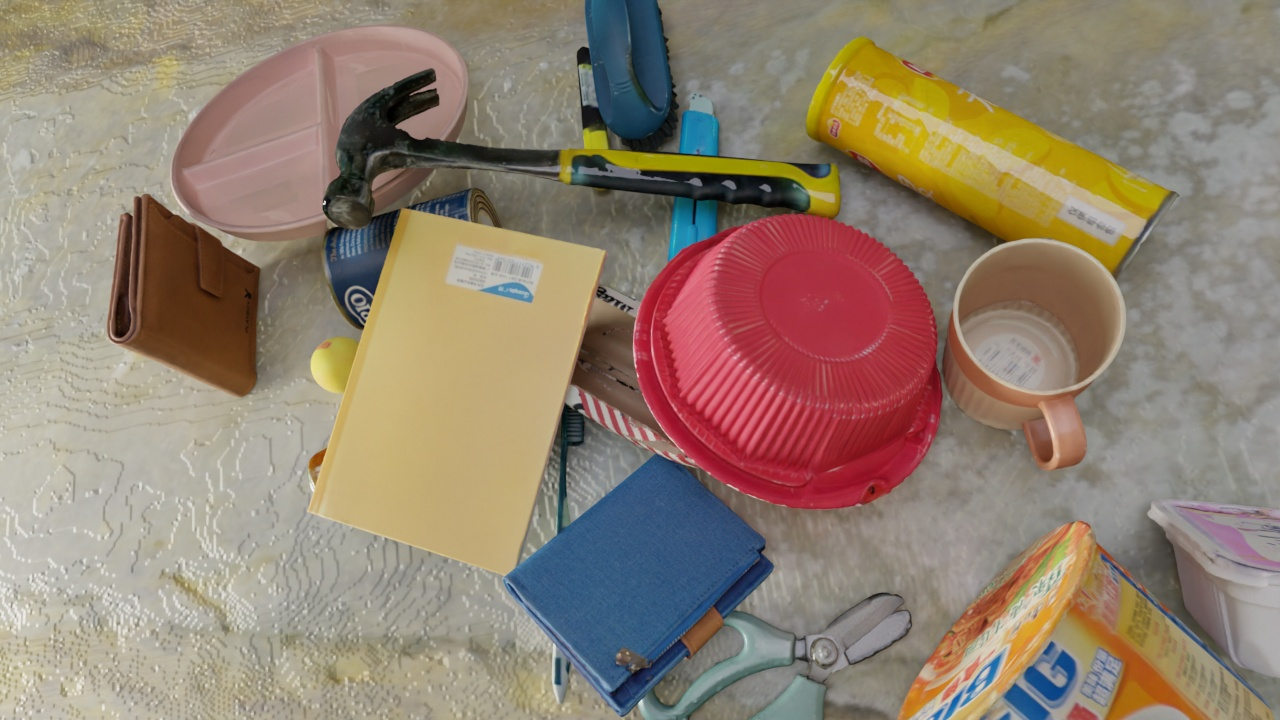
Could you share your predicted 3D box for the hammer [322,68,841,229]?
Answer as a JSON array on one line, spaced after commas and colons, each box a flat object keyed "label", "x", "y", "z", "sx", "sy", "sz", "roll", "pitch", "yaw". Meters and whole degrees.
[{"label": "hammer", "x": -0.031, "y": -0.128, "z": 0.598, "sx": 0.323, "sy": 0.032, "sz": 0.126, "roll": 4, "pitch": 56, "yaw": -4}]

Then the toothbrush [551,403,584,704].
[{"label": "toothbrush", "x": -0.046, "y": 0.119, "z": 0.590, "sx": 0.018, "sy": 0.016, "sz": 0.191, "roll": -1, "pitch": 73, "yaw": 2}]

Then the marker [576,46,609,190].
[{"label": "marker", "x": -0.034, "y": -0.180, "z": 0.676, "sx": 0.018, "sy": 0.015, "sz": 0.124, "roll": -11, "pitch": 69, "yaw": 10}]

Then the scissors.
[{"label": "scissors", "x": 0.072, "y": 0.171, "z": 0.546, "sx": 0.130, "sy": 0.019, "sz": 0.185, "roll": 40, "pitch": 85, "yaw": 21}]

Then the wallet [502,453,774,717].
[{"label": "wallet", "x": 0.002, "y": 0.127, "z": 0.544, "sx": 0.132, "sy": 0.040, "sz": 0.106, "roll": -37, "pitch": 66, "yaw": -27}]

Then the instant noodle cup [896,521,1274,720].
[{"label": "instant noodle cup", "x": 0.214, "y": 0.171, "z": 0.448, "sx": 0.111, "sy": 0.151, "sz": 0.151, "roll": 40, "pitch": 86, "yaw": 13}]

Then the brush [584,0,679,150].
[{"label": "brush", "x": -0.011, "y": -0.223, "z": 0.650, "sx": 0.055, "sy": 0.073, "sz": 0.143, "roll": -13, "pitch": 72, "yaw": 15}]

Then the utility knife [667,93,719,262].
[{"label": "utility knife", "x": 0.038, "y": -0.116, "z": 0.637, "sx": 0.034, "sy": 0.018, "sz": 0.159, "roll": 0, "pitch": 73, "yaw": 14}]

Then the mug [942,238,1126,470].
[{"label": "mug", "x": 0.217, "y": 0.005, "z": 0.510, "sx": 0.082, "sy": 0.106, "sz": 0.114, "roll": -15, "pitch": 71, "yaw": 9}]

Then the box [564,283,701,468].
[{"label": "box", "x": 0.000, "y": -0.001, "z": 0.584, "sx": 0.163, "sy": 0.076, "sz": 0.087, "roll": 27, "pitch": 103, "yaw": 22}]

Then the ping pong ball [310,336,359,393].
[{"label": "ping pong ball", "x": -0.213, "y": 0.003, "z": 0.651, "sx": 0.040, "sy": 0.040, "sz": 0.040, "roll": -4, "pitch": 73, "yaw": 13}]

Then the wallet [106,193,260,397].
[{"label": "wallet", "x": -0.313, "y": -0.041, "z": 0.641, "sx": 0.031, "sy": 0.132, "sz": 0.107, "roll": -7, "pitch": 72, "yaw": 7}]

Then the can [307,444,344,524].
[{"label": "can", "x": -0.146, "y": 0.051, "z": 0.612, "sx": 0.147, "sy": 0.058, "sz": 0.058, "roll": -32, "pitch": 69, "yaw": 3}]

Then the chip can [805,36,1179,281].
[{"label": "chip can", "x": 0.209, "y": -0.123, "z": 0.567, "sx": 0.213, "sy": 0.072, "sz": 0.072, "roll": 35, "pitch": 84, "yaw": 21}]

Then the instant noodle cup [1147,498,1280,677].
[{"label": "instant noodle cup", "x": 0.351, "y": 0.116, "z": 0.440, "sx": 0.173, "sy": 0.137, "sz": 0.060, "roll": 3, "pitch": 96, "yaw": 15}]

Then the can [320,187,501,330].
[{"label": "can", "x": -0.153, "y": -0.071, "z": 0.639, "sx": 0.111, "sy": 0.075, "sz": 0.075, "roll": -14, "pitch": 71, "yaw": 9}]

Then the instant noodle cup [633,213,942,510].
[{"label": "instant noodle cup", "x": 0.094, "y": -0.015, "z": 0.525, "sx": 0.193, "sy": 0.066, "sz": 0.193, "roll": 5, "pitch": 57, "yaw": -8}]

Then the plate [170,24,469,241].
[{"label": "plate", "x": -0.233, "y": -0.170, "z": 0.679, "sx": 0.230, "sy": 0.028, "sz": 0.229, "roll": -8, "pitch": 51, "yaw": 9}]

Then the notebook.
[{"label": "notebook", "x": -0.115, "y": 0.015, "z": 0.572, "sx": 0.146, "sy": 0.010, "sz": 0.206, "roll": 13, "pitch": 84, "yaw": 14}]
